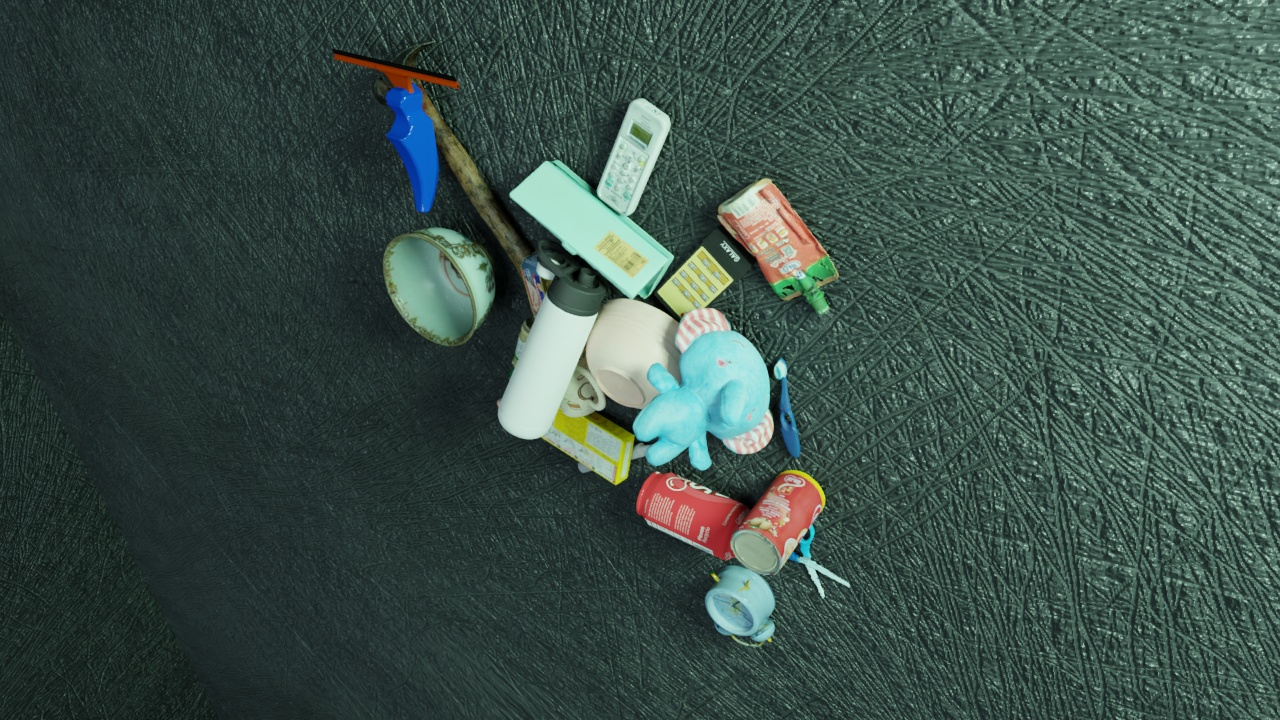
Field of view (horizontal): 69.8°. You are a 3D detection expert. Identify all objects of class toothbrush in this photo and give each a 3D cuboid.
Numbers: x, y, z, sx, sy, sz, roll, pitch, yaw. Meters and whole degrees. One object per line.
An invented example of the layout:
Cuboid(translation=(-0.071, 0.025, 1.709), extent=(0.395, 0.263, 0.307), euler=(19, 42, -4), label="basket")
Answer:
Cuboid(translation=(0.169, 0.058, 1.056), extent=(0.021, 0.016, 0.132), euler=(8, 122, 37), label="toothbrush")
Cuboid(translation=(-0.020, 0.128, 1.250), extent=(0.188, 0.018, 0.019), euler=(-21, 98, 44), label="toothbrush")

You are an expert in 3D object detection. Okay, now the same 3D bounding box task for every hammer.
Cuboid(translation=(-0.209, -0.232, 1.144), extent=(0.120, 0.032, 0.330), euler=(-25, 103, 44), label="hammer")

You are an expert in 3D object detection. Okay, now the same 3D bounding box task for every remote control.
Cuboid(translation=(-0.007, -0.220, 0.998), extent=(0.050, 0.022, 0.134), euler=(38, 135, 11), label="remote control")
Cuboid(translation=(0.070, -0.092, 1.032), extent=(0.058, 0.013, 0.134), euler=(47, 136, 2), label="remote control")

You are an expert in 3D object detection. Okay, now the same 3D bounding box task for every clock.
Cuboid(translation=(0.137, 0.339, 1.249), extent=(0.089, 0.051, 0.124), euler=(4, 120, 35), label="clock")

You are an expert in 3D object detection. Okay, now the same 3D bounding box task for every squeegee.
Cuboid(translation=(-0.275, -0.269, 1.108), extent=(0.250, 0.055, 0.185), euler=(24, 130, 37), label="squeegee")

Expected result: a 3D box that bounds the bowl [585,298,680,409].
Cuboid(translation=(-0.006, 0.006, 1.087), extent=(0.153, 0.076, 0.153), euler=(25, 148, 16), label="bowl")

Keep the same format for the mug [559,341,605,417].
Cuboid(translation=(-0.078, 0.024, 1.176), extent=(0.122, 0.081, 0.097), euler=(27, 143, 50), label="mug")

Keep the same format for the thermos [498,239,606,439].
Cuboid(translation=(-0.117, -0.020, 1.090), extent=(0.101, 0.068, 0.230), euler=(36, 121, 17), label="thermos")

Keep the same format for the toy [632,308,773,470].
Cuboid(translation=(0.074, 0.044, 1.004), extent=(0.115, 0.180, 0.183), euler=(1, 122, 55), label="toy")

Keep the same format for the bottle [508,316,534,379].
Cuboid(translation=(-0.150, -0.010, 1.242), extent=(0.043, 0.042, 0.110), euler=(34, 133, 15), label="bottle")

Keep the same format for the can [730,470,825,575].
Cuboid(translation=(0.161, 0.188, 1.073), extent=(0.067, 0.124, 0.067), euler=(20, 129, 27), label="can")

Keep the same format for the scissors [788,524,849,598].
Cuboid(translation=(0.202, 0.253, 1.170), extent=(0.117, 0.014, 0.130), euler=(-14, 114, 39), label="scissors")

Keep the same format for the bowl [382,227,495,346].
Cuboid(translation=(-0.250, -0.110, 1.213), extent=(0.160, 0.093, 0.160), euler=(20, 129, 26), label="bowl")

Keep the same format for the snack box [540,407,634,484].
Cuboid(translation=(-0.078, 0.101, 1.256), extent=(0.152, 0.025, 0.075), euler=(29, 126, 28), label="snack box")

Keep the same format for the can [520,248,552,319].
Cuboid(translation=(-0.106, -0.086, 1.135), extent=(0.059, 0.053, 0.100), euler=(30, 139, 51), label="can")

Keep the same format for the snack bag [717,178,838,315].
Cuboid(translation=(0.147, -0.110, 0.946), extent=(0.155, 0.044, 0.087), euler=(52, 142, -10), label="snack bag")

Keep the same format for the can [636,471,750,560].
Cuboid(translation=(0.071, 0.199, 1.188), extent=(0.142, 0.074, 0.074), euler=(21, 130, 26), label="can")

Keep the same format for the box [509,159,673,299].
Cuboid(translation=(-0.063, -0.141, 1.048), extent=(0.188, 0.091, 0.078), euler=(42, 135, 7), label="box")

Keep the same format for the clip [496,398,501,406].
Cuboid(translation=(-0.188, 0.066, 1.340), extent=(0.060, 0.023, 0.043), euler=(-24, 105, 50), label="clip")
